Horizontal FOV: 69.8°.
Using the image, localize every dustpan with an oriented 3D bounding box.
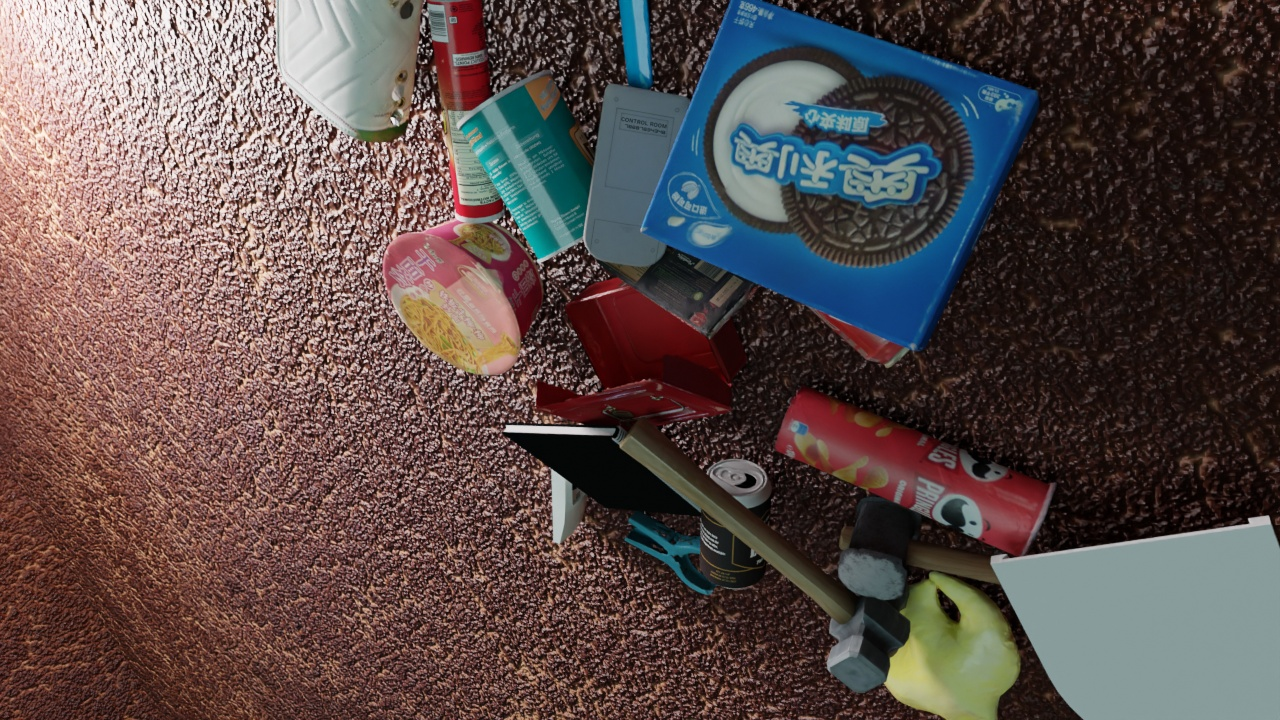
[{"bbox_3d":[0.430,0.225,0.748,0.192,0.053,0.258,-18,115,33],"label":"dustpan"}]

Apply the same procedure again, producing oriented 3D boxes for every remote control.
[{"bbox_3d":[-0.081,0.152,1.085,0.024,0.049,0.144,20,127,24],"label":"remote control"},{"bbox_3d":[-0.005,-0.159,0.801,0.074,0.019,0.151,8,99,-6],"label":"remote control"}]

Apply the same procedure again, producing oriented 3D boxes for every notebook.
[{"bbox_3d":[-0.031,0.119,0.980,0.149,0.016,0.206,-1,150,35],"label":"notebook"}]

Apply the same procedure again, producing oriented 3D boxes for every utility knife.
[{"bbox_3d":[-0.004,-0.270,0.792,0.031,0.015,0.225,12,120,30],"label":"utility knife"}]

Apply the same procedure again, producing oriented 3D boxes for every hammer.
[{"bbox_3d":[0.340,0.190,0.806,0.329,0.097,0.052,9,124,23],"label":"hammer"},{"bbox_3d":[0.115,0.168,0.864,0.323,0.117,0.051,39,131,-1],"label":"hammer"}]

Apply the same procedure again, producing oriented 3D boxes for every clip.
[{"bbox_3d":[0.042,0.235,1.072,0.130,0.031,0.121,8,126,30],"label":"clip"}]

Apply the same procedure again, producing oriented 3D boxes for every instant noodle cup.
[{"bbox_3d":[-0.180,-0.077,0.979,0.179,0.077,0.179,22,138,21],"label":"instant noodle cup"}]

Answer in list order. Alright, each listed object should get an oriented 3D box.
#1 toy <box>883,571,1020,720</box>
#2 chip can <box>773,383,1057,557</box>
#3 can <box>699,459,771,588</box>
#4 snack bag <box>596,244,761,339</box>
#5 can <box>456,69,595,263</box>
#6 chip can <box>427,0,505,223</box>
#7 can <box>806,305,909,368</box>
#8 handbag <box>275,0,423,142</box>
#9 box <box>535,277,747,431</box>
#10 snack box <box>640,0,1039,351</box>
[{"bbox_3d":[0.295,0.291,0.905,0.171,0.064,0.155,-40,73,44],"label":"toy"},{"bbox_3d":[0.238,0.095,0.818,0.233,0.072,0.073,23,128,22],"label":"chip can"},{"bbox_3d":[0.099,0.173,0.960,0.072,0.071,0.129,16,125,26],"label":"can"},{"bbox_3d":[0.032,-0.083,0.819,0.155,0.074,0.018,37,167,35],"label":"snack bag"},{"bbox_3d":[-0.089,-0.178,0.849,0.099,0.099,0.144,-21,105,41],"label":"can"},{"bbox_3d":[-0.169,-0.244,0.895,0.052,0.051,0.215,16,125,26],"label":"chip can"},{"bbox_3d":[0.162,-0.070,0.768,0.170,0.067,0.067,43,133,4],"label":"can"},{"bbox_3d":[-0.267,-0.328,0.874,0.142,0.095,0.199,41,135,18],"label":"handbag"},{"bbox_3d":[0.006,-0.015,0.895,0.158,0.155,0.147,-13,152,36],"label":"box"},{"bbox_3d":[0.141,-0.141,0.693,0.239,0.056,0.196,26,102,18],"label":"snack box"}]
